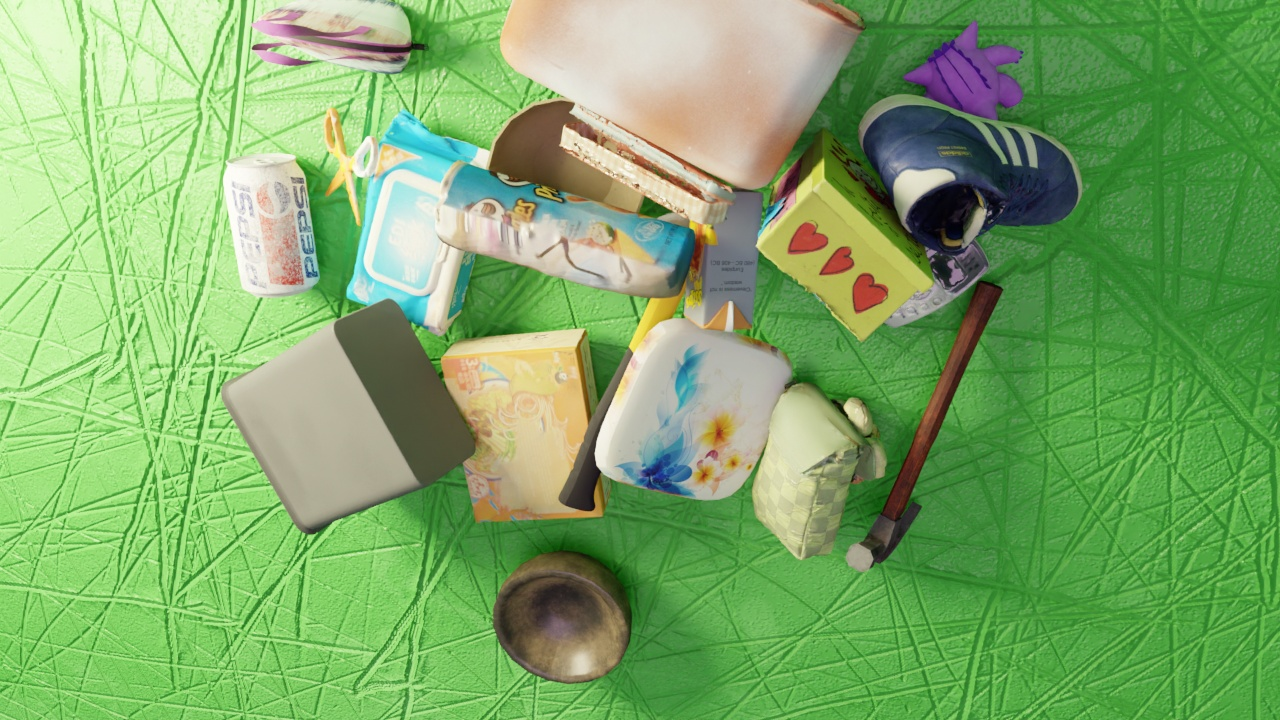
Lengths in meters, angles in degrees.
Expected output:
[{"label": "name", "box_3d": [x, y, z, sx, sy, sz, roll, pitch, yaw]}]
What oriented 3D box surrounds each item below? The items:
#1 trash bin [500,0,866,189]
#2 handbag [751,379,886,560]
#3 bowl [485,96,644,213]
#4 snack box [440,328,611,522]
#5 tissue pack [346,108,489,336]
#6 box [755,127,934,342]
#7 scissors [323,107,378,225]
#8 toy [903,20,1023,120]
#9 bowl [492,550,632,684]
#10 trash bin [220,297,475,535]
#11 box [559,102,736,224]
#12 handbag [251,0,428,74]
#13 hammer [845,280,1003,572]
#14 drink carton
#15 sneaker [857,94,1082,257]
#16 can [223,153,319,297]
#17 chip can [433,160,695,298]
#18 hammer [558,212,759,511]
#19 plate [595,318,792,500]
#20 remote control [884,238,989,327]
[{"label": "trash bin", "box_3d": [0.031, -0.272, 0.762, 0.259, 0.181, 0.158, 28, 116, -3]}, {"label": "handbag", "box_3d": [0.187, 0.112, 0.941, 0.116, 0.113, 0.187, -8, 129, -20]}, {"label": "bowl", "box_3d": [-0.068, -0.177, 0.885, 0.152, 0.050, 0.152, 2, 111, 5]}, {"label": "snack box", "box_3d": [-0.117, 0.068, 0.983, 0.145, 0.080, 0.195, -4, 111, 9]}, {"label": "tissue pack", "box_3d": [-0.220, -0.135, 0.928, 0.117, 0.066, 0.210, 21, 112, 1]}, {"label": "box", "box_3d": [0.172, -0.114, 0.778, 0.124, 0.220, 0.082, 41, 113, -6]}, {"label": "scissors", "box_3d": [-0.289, -0.195, 0.908, 0.130, 0.011, 0.125, -18, 84, 49]}, {"label": "toy", "box_3d": [0.281, -0.238, 0.795, 0.106, 0.055, 0.088, -37, 103, 20]}, {"label": "bowl", "box_3d": [-0.087, 0.293, 1.077, 0.162, 0.070, 0.162, 4, 113, 9]}, {"label": "trash bin", "box_3d": [-0.309, 0.063, 0.963, 0.220, 0.097, 0.192, -23, 98, 37]}, {"label": "box", "box_3d": [0.001, -0.163, 0.782, 0.187, 0.060, 0.057, 36, 76, 32]}, {"label": "handbag", "box_3d": [-0.282, -0.287, 0.816, 0.144, 0.169, 0.068, 12, 114, 5]}, {"label": "hammer", "box_3d": [0.287, 0.064, 0.909, 0.028, 0.110, 0.301, 27, 107, 29]}, {"label": "drink carton", "box_3d": [0.074, -0.094, 0.838, 0.048, 0.076, 0.125, -1, 105, -14]}, {"label": "sneaker", "box_3d": [0.295, -0.133, 0.756, 0.233, 0.118, 0.092, 17, 132, -23]}, {"label": "can", "box_3d": [-0.380, -0.139, 0.946, 0.078, 0.078, 0.136, 3, 113, 9]}, {"label": "chip can", "box_3d": [-0.069, -0.113, 0.826, 0.229, 0.079, 0.080, 17, 114, 10]}, {"label": "hammer", "box_3d": [-0.005, 0.005, 0.909, 0.127, 0.029, 0.324, 21, 103, -20]}, {"label": "plate", "box_3d": [0.059, 0.058, 0.926, 0.186, 0.016, 0.187, 16, 107, -26]}, {"label": "remote control", "box_3d": [0.273, -0.078, 0.879, 0.114, 0.028, 0.060, -35, 103, 21]}]
